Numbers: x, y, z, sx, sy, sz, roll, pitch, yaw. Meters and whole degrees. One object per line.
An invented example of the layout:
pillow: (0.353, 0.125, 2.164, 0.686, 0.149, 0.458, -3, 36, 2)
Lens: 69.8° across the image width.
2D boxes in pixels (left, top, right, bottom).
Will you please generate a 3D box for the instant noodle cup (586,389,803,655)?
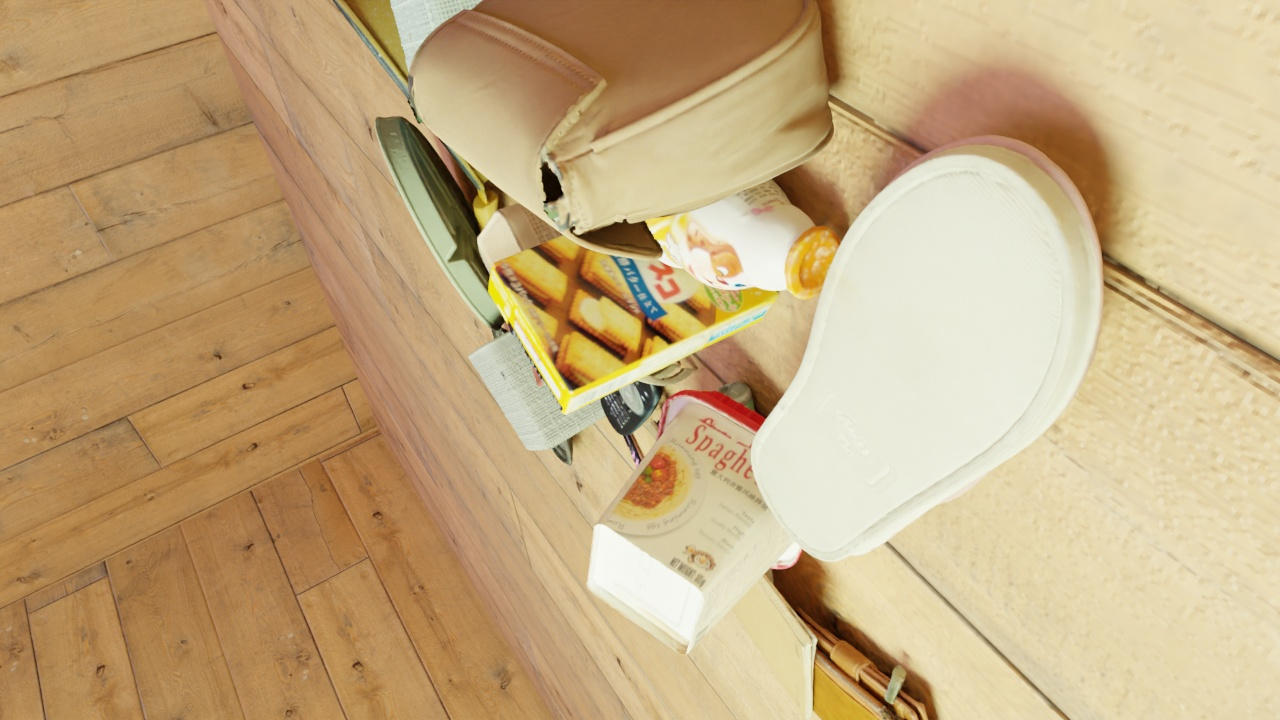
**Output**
instant noodle cup: (0.036, 0.100, 0.565, 0.116, 0.123, 0.117, 30, 138, 20)

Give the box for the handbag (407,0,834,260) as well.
handbag: (-0.013, -0.122, 0.425, 0.204, 0.147, 0.100, 42, 159, 47)

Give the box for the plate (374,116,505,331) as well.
plate: (-0.184, -0.135, 0.887, 0.230, 0.027, 0.230, 63, -178, -4)

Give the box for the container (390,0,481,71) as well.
container: (-0.120, -0.255, 0.609, 0.090, 0.090, 0.111, 26, 136, 58)

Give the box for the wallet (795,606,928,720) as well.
wallet: (0.151, 0.236, 0.626, 0.131, 0.035, 0.119, 30, 143, 58)

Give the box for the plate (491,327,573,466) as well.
plate: (-0.113, 0.034, 1.014, 0.179, 0.024, 0.180, 56, 164, 24)

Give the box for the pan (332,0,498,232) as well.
pan: (-0.159, -0.172, 0.805, 0.357, 0.078, 0.197, 54, 178, -43)

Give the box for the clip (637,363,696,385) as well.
clip: (-0.003, 0.005, 0.657, 0.098, 0.099, 0.035, 40, 169, -27)

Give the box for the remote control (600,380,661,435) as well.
remote control: (-0.006, 0.026, 0.763, 0.053, 0.024, 0.137, 61, 158, 11)

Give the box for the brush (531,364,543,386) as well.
brush: (-0.083, -0.047, 0.795, 0.063, 0.069, 0.146, 34, 145, 54)

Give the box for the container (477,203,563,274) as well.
container: (-0.030, -0.066, 0.584, 0.090, 0.110, 0.090, 64, 160, -2)

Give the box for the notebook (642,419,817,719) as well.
notebook: (0.068, 0.160, 0.702, 0.211, 0.012, 0.150, 53, 165, 37)

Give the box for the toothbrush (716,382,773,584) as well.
toothbrush: (0.083, 0.113, 0.654, 0.026, 0.027, 0.225, -78, -22, -57)

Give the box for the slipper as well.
slipper: (0.117, 0.011, 0.408, 0.114, 0.054, 0.275, 53, 153, 23)

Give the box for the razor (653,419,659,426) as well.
razor: (0.038, 0.047, 0.684, 0.042, 0.022, 0.143, 58, 161, 8)

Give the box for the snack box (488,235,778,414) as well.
snack box: (-0.003, -0.038, 0.513, 0.087, 0.140, 0.034, 58, 154, 16)

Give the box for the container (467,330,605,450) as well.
container: (-0.095, 0.021, 0.881, 0.114, 0.090, 0.090, 62, 160, -4)

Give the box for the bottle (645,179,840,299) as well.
bottle: (0.050, -0.065, 0.463, 0.108, 0.063, 0.063, 32, 144, 44)

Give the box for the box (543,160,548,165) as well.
box: (-0.055, -0.071, 0.677, 0.075, 0.085, 0.162, -5, 114, 24)

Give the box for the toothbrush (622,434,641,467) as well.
toothbrush: (-0.009, 0.083, 0.852, 0.189, 0.017, 0.014, 64, 162, 0)
